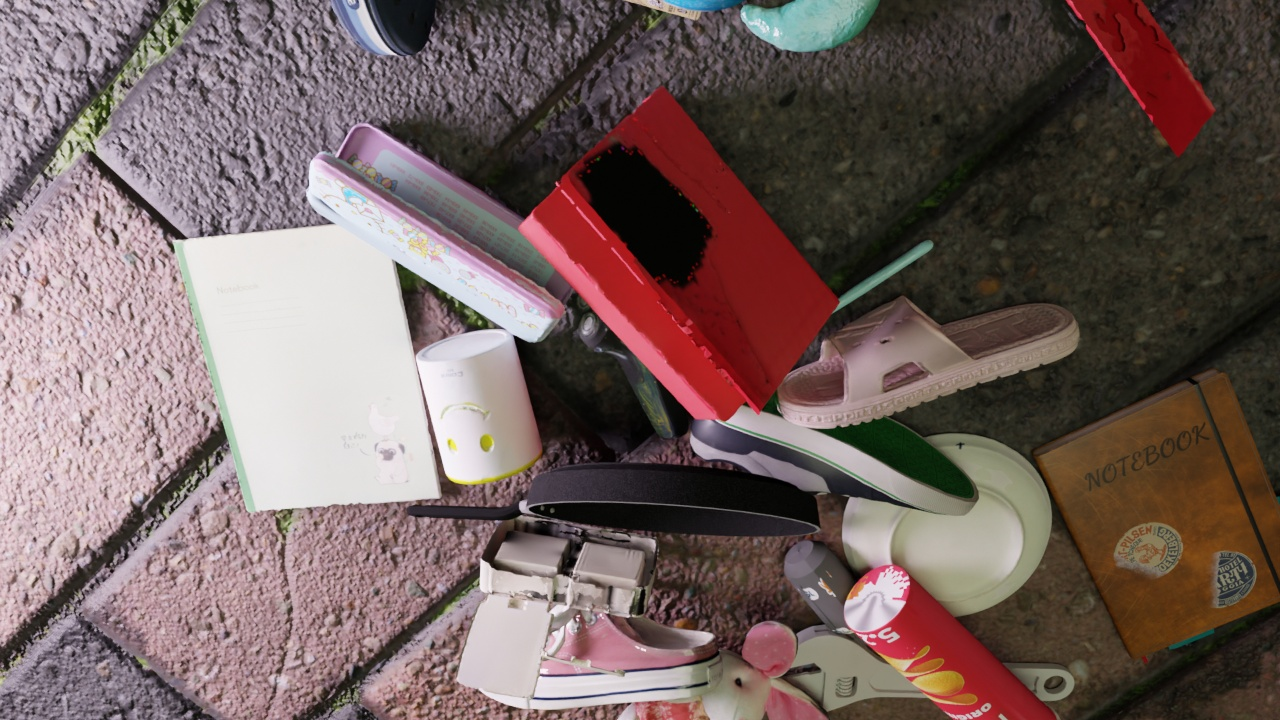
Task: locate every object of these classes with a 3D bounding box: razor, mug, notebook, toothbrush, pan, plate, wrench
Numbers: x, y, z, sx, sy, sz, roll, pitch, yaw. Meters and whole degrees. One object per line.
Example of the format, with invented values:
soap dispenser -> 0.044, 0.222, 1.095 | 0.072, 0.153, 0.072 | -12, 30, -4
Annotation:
razor -> -0.004, 0.004, 0.746 | 0.067, 0.054, 0.151 | -39, 117, -31
mug -> -0.131, 0.037, 0.752 | 0.082, 0.082, 0.106 | -9, 108, 6
notebook -> 0.474, 0.142, 0.797 | 0.179, 0.014, 0.249 | -28, 106, 12
toothbrush -> 0.157, -0.046, 0.746 | 0.181, 0.016, 0.016 | -33, 96, 13
pan -> -0.036, 0.114, 0.737 | 0.357, 0.225, 0.034 | -2, 74, 22
notebook -> -0.281, 0.012, 0.788 | 0.182, 0.010, 0.253 | -5, 109, 5
plate -> 0.270, 0.153, 0.800 | 0.182, 0.034, 0.182 | 1, 109, 3
wrench -> 0.268, 0.289, 0.857 | 0.273, 0.018, 0.087 | 0, 109, 1

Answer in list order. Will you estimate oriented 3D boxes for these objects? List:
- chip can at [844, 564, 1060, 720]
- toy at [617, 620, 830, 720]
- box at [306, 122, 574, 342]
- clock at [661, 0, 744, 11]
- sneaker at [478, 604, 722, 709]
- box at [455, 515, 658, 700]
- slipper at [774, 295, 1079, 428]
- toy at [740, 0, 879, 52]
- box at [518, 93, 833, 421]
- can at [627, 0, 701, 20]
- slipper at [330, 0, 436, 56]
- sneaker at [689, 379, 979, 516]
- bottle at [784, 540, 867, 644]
chip can -> 0.272, 0.269, 0.797 | 0.069, 0.069, 0.220 | -42, 108, 15
toy -> 0.067, 0.313, 0.840 | 0.194, 0.084, 0.159 | -16, 114, 7
box -> -0.151, -0.093, 0.711 | 0.214, 0.096, 0.077 | 32, 124, -8
clock -> 0.038, -0.319, 0.618 | 0.116, 0.060, 0.161 | -15, 85, -5
sneaker -> -0.046, 0.247, 0.806 | 0.241, 0.118, 0.088 | -10, 89, 23
box -> -0.067, 0.204, 0.747 | 0.143, 0.191, 0.069 | 8, 106, 7
slipper -> 0.217, -0.014, 0.714 | 0.239, 0.094, 0.064 | -15, 112, 2
toy -> 0.131, -0.271, 0.661 | 0.085, 0.033, 0.105 | 32, 109, 3
box -> 0.009, -0.089, 0.791 | 0.153, 0.325, 0.213 | -43, 103, -1
can -> 0.009, -0.275, 0.660 | 0.079, 0.038, 0.038 | 15, 109, -3
slipper -> -0.141, -0.328, 0.612 | 0.095, 0.105, 0.253 | 17, 107, 4
sneaker -> 0.154, 0.085, 0.757 | 0.235, 0.084, 0.079 | 21, 118, 5
bottle -> 0.173, 0.209, 0.818 | 0.047, 0.047, 0.112 | -37, 104, 14
